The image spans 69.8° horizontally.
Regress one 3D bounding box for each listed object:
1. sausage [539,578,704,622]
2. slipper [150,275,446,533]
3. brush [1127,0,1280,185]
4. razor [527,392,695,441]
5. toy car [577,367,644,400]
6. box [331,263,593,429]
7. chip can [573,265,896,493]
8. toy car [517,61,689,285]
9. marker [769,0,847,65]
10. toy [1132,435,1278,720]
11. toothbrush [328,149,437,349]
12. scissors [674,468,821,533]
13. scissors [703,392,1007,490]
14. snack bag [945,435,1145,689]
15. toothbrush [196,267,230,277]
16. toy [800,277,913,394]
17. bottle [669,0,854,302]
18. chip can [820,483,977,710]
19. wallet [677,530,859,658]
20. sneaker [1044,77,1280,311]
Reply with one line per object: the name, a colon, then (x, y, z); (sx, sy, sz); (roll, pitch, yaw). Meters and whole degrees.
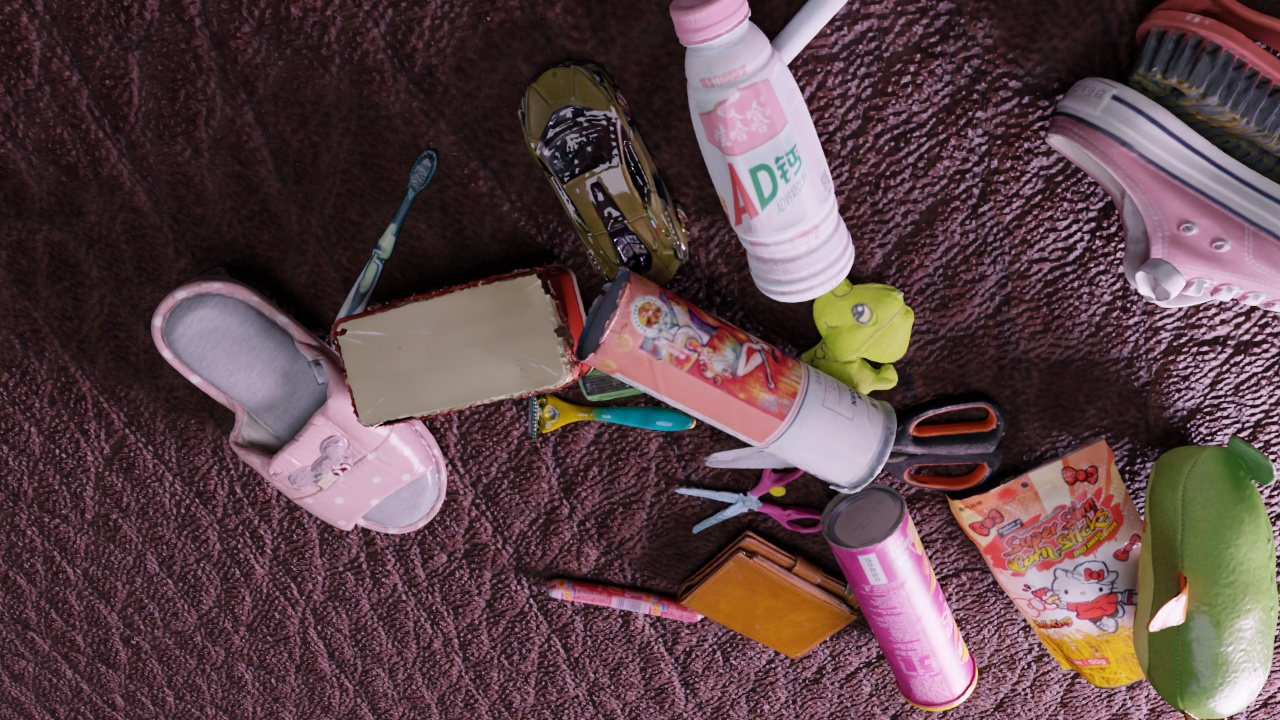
sausage: (-0.015, 0.217, 0.835); (0.156, 0.020, 0.020); (10, 125, -1)
slipper: (-0.251, 0.048, 0.700); (0.114, 0.054, 0.274); (-34, 121, 5)
brush: (0.342, -0.157, 0.515); (0.146, 0.063, 0.069); (28, 92, -11)
razor: (-0.023, 0.044, 0.710); (0.132, 0.028, 0.043); (2, 94, 8)
toy car: (-0.004, 0.004, 0.678); (0.091, 0.036, 0.043); (-14, 120, 11)
box: (-0.125, -0.007, 0.640); (0.168, 0.079, 0.091); (-12, 97, 15)
chip can: (0.065, 0.015, 0.617); (0.214, 0.071, 0.071); (26, 123, -15)
toy car: (-0.024, -0.115, 0.595); (0.070, 0.042, 0.158); (-21, 117, 19)
marker: (0.089, -0.190, 0.541); (0.022, 0.018, 0.131); (8, 137, -46)
toy: (0.410, 0.174, 0.668); (0.090, 0.226, 0.246); (1, 91, 39)
toothbrush: (-0.188, -0.072, 0.655); (0.016, 0.018, 0.192); (29, 123, -14)
scissors: (0.098, 0.120, 0.758); (0.125, 0.017, 0.134); (39, 124, -23)
scissors: (0.164, 0.082, 0.705); (0.235, 0.021, 0.137); (-21, 122, 12)
snack bag: (0.350, 0.165, 0.738); (0.129, 0.073, 0.208); (-27, 110, 23)
toothbrush: (-0.281, 0.025, 0.729); (0.027, 0.026, 0.225); (-25, 121, -3)
toy: (0.155, -0.014, 0.648); (0.096, 0.031, 0.100); (30, 126, -18)
bottle: (0.072, -0.126, 0.544); (0.068, 0.068, 0.197); (-16, 128, 16)
chip can: (0.218, 0.199, 0.765); (0.071, 0.071, 0.210); (-19, 120, 18)
wallet: (0.118, 0.206, 0.802); (0.130, 0.035, 0.119); (30, 122, -16)
sneaker: (0.333, -0.070, 0.545); (0.241, 0.118, 0.088); (30, 105, -7)
